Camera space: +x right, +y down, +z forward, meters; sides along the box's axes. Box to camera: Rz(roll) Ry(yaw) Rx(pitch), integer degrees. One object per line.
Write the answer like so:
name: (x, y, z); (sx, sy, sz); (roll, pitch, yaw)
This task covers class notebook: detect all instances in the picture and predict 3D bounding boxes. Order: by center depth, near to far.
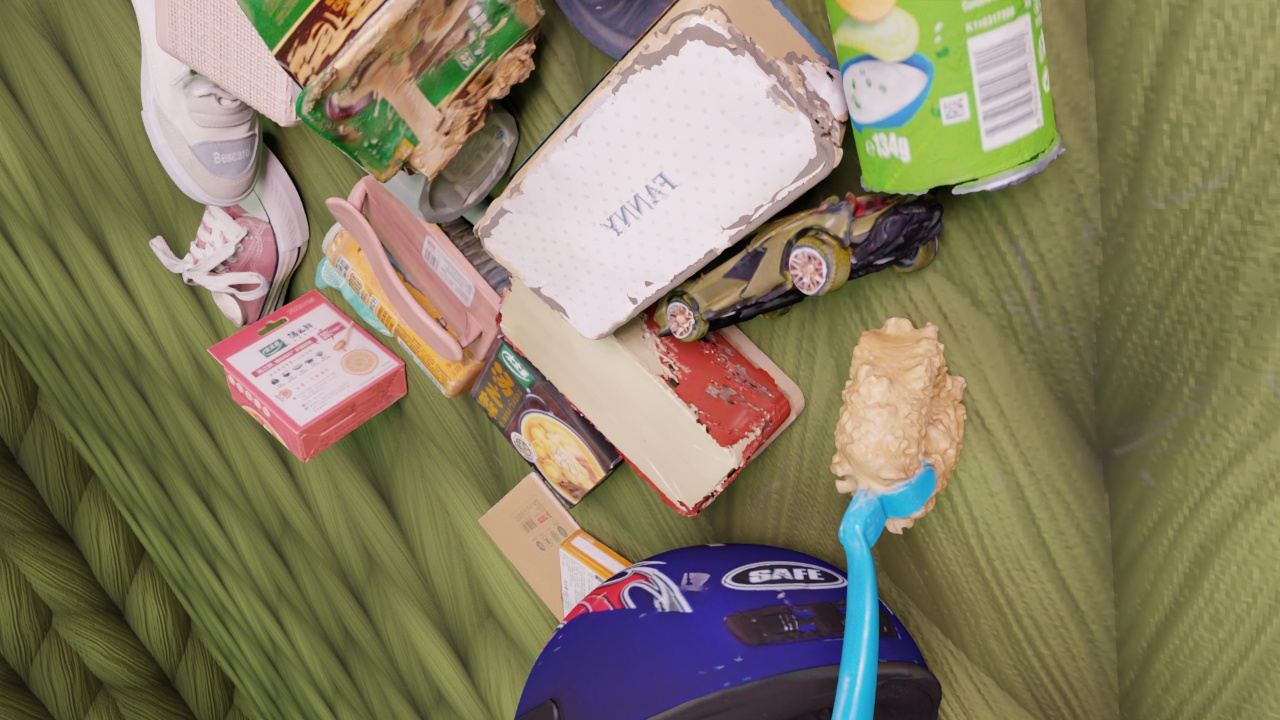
notebook: (-0.054, 0.199, 0.798); (0.207, 0.008, 0.148); (50, 144, 2)

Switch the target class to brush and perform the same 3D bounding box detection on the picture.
brush: (0.089, 0.082, 0.353); (0.046, 0.253, 0.083); (-3, 131, 29)
brush: (-0.144, -0.068, 0.614); (0.145, 0.072, 0.063); (49, 145, 7)

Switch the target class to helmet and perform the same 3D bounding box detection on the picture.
helmet: (0.056, 0.219, 0.496); (0.316, 0.247, 0.240); (144, 124, -60)

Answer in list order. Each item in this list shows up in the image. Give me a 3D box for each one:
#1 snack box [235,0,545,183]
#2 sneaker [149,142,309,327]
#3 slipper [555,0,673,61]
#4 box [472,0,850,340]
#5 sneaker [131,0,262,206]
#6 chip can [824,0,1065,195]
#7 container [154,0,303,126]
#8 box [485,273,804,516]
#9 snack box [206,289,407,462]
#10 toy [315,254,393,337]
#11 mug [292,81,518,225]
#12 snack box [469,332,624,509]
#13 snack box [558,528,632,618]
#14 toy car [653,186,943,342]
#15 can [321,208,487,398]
snack box: (-0.128, -0.167, 0.436); (0.105, 0.118, 0.117); (43, 179, 14)
sneaker: (-0.361, -0.096, 0.808); (0.118, 0.087, 0.242); (48, 141, 5)
slipper: (-0.047, -0.240, 0.356); (0.111, 0.083, 0.268); (8, 124, 46)
box: (0.002, -0.079, 0.403); (0.090, 0.059, 0.185); (42, 136, -17)
sneaker: (-0.305, -0.228, 0.642); (0.091, 0.089, 0.242); (10, 119, 34)
chip can: (0.080, -0.170, 0.284); (0.072, 0.072, 0.236); (7, 125, 44)
container: (-0.220, -0.208, 0.558); (0.111, 0.090, 0.090); (36, 131, 16)
box: (-0.003, 0.003, 0.515); (0.168, 0.080, 0.092); (44, 144, 9)
snack box: (-0.289, 0.011, 0.803); (0.127, 0.113, 0.044); (36, 142, 22)
toy: (-0.221, -0.060, 0.743); (0.092, 0.030, 0.097); (46, 137, 0)
mug: (-0.133, -0.136, 0.551); (0.103, 0.083, 0.124); (41, 170, 12)
snack box: (-0.052, 0.029, 0.621); (0.113, 0.053, 0.126); (48, 149, 6)
snack box: (-0.030, 0.210, 0.751); (0.075, 0.026, 0.154); (29, 138, 28)
toy car: (0.064, -0.041, 0.413); (0.159, 0.070, 0.042); (-23, 83, 52)
can: (-0.163, -0.043, 0.667); (0.146, 0.058, 0.058); (48, 144, 5)
